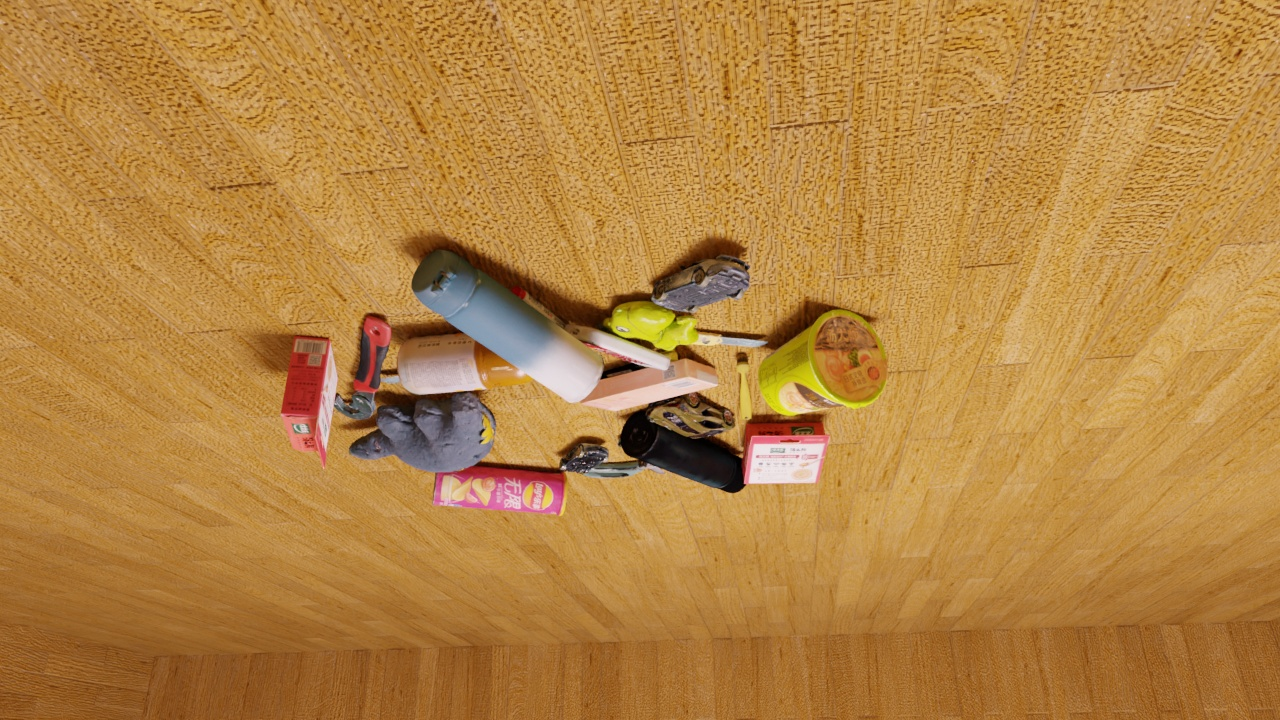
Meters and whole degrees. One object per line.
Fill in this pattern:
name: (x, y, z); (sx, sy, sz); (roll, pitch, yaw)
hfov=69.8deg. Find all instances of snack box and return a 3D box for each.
snack box: (0.210, 0.130, 1.344); (0.113, 0.044, 0.127); (0, 140, 0)
snack box: (0.010, 0.033, 1.160); (0.158, 0.026, 0.084); (-14, 164, 28)
snack box: (-0.397, 0.052, 1.101); (0.044, 0.127, 0.113); (5, 153, -11)

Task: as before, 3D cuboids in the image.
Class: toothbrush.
toothbrush: (0.137, 0.038, 1.206); (0.016, 0.016, 0.190); (-5, 155, 6)

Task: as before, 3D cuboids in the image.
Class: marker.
marker: (-0.007, 0.007, 1.142); (0.124, 0.015, 0.018); (-15, 163, 33)
marker: (-0.100, -0.045, 1.031); (0.017, 0.017, 0.145); (-13, 151, 24)

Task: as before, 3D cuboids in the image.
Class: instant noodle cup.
instant noodle cup: (0.203, 0.013, 1.064); (0.111, 0.111, 0.124); (13, 159, -25)

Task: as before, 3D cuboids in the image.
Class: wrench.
wrench: (-0.342, 0.016, 1.141); (0.056, 0.016, 0.274); (29, 146, -10)

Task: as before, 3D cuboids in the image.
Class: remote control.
remote control: (-0.026, -0.014, 1.061); (0.056, 0.020, 0.135); (11, 173, 46)

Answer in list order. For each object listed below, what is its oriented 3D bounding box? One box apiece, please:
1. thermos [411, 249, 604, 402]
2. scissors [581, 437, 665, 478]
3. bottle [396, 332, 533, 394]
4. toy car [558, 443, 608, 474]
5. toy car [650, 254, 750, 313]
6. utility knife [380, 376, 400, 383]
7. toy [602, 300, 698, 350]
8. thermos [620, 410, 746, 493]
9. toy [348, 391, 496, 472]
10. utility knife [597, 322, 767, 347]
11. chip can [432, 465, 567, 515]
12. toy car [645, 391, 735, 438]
thermos: (-0.136, -0.036, 0.957); (0.070, 0.070, 0.220); (-24, 132, 39)
scissors: (-0.023, 0.153, 1.437); (0.171, 0.019, 0.170); (-5, 152, 12)
bottle: (-0.184, 0.000, 1.062); (0.190, 0.068, 0.068); (-5, 154, 9)
toy car: (-0.087, 0.148, 1.408); (0.049, 0.031, 0.106); (13, 152, -27)
toy car: (0.061, -0.078, 0.946); (0.054, 0.036, 0.121); (16, 159, -32)
utility knife: (-0.231, 0.010, 1.143); (0.216, 0.015, 0.033); (-8, 152, 15)
toy: (0.013, -0.040, 1.022); (0.097, 0.031, 0.100); (-18, 144, 33)
thermos: (0.064, 0.142, 1.363); (0.090, 0.068, 0.242); (0, 160, 40)
toy: (-0.273, 0.098, 1.223); (0.137, 0.091, 0.357); (21, 155, -37)
utility knife: (0.049, -0.030, 1.072); (0.204, 0.021, 0.031); (1, 159, -12)
chip can: (-0.227, 0.207, 1.484); (0.210, 0.071, 0.072); (7, 153, -14)
toy car: (0.072, 0.079, 1.263); (0.070, 0.042, 0.158); (-20, 150, 36)
